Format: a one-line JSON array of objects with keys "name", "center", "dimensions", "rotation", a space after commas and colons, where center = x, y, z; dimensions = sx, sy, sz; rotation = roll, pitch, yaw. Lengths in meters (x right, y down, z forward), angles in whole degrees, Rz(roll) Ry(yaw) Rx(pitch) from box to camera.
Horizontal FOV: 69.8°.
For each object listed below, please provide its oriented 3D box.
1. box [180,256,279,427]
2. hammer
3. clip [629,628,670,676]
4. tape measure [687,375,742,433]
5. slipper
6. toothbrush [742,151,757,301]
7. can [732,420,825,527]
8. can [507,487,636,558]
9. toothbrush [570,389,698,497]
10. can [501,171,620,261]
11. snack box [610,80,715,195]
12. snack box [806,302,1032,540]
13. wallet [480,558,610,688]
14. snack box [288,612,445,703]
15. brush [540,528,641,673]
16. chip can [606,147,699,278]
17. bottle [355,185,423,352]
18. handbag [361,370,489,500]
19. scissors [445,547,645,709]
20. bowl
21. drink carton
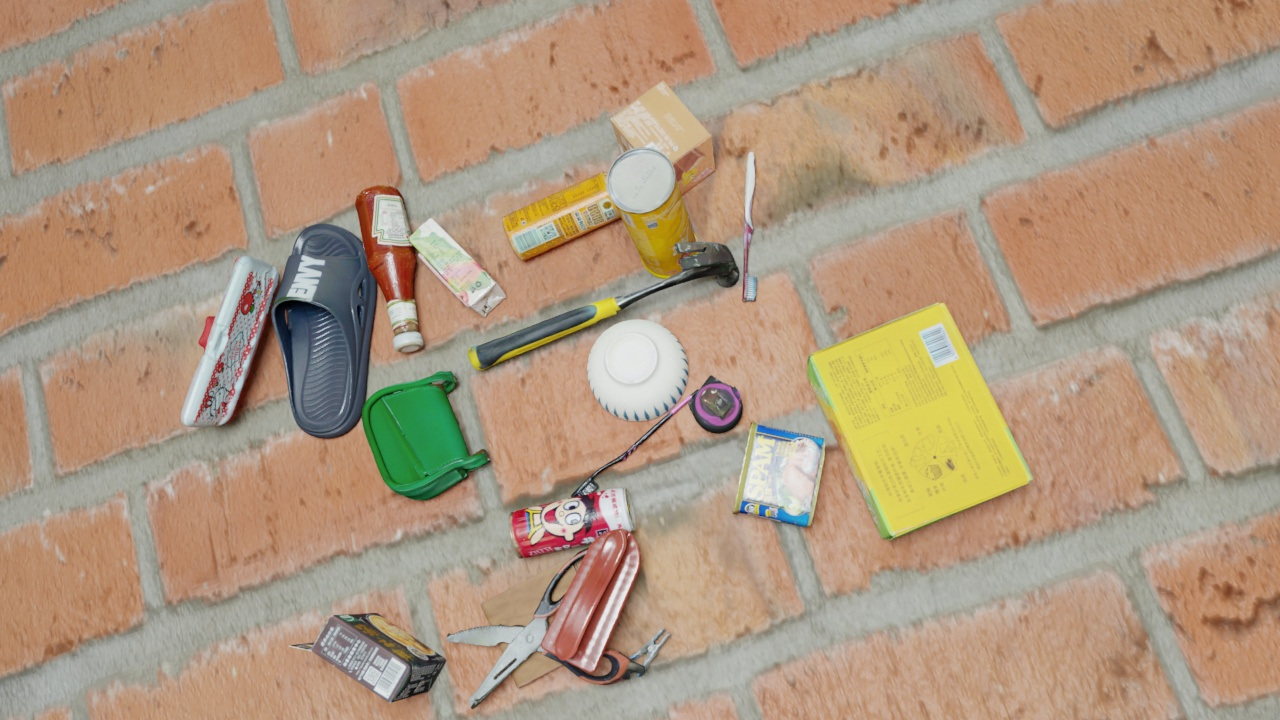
[{"name": "box", "center": [-0.478, -0.022, 1.071], "dimensions": [0.074, 0.155, 0.201], "rotation": [19, 88, -25]}, {"name": "hammer", "center": [-0.047, -0.059, 1.040], "dimensions": [0.324, 0.126, 0.032], "rotation": [-21, 75, 9]}, {"name": "clip", "center": [0.011, 0.310, 0.981], "dimensions": [0.043, 0.027, 0.058], "rotation": [38, 81, 22]}, {"name": "tape measure", "center": [0.085, 0.051, 1.023], "dimensions": [0.058, 0.039, 0.057], "rotation": [39, 84, 14]}, {"name": "slipper", "center": [-0.379, -0.044, 1.091], "dimensions": [0.111, 0.083, 0.268], "rotation": [-5, 77, 5]}, {"name": "toothbrush", "center": [0.130, -0.159, 1.079], "dimensions": [0.017, 0.016, 0.187], "rotation": [3, 77, 1]}, {"name": "can", "center": [0.150, 0.123, 0.989], "dimensions": [0.083, 0.057, 0.102], "rotation": [11, 79, 8]}, {"name": "can", "center": [-0.074, 0.178, 1.008], "dimensions": [0.133, 0.053, 0.053], "rotation": [-14, 75, 5]}, {"name": "toothbrush", "center": [-0.003, 0.097, 1.039], "dimensions": [0.189, 0.014, 0.018], "rotation": [-40, 85, -3]}, {"name": "can", "center": [-0.089, -0.172, 1.091], "dimensions": [0.146, 0.058, 0.058], "rotation": [-24, 75, 2]}, {"name": "snack box", "center": [0.028, -0.252, 1.075], "dimensions": [0.077, 0.094, 0.092], "rotation": [-37, 74, -2]}, {"name": "snack box", "center": [0.289, 0.065, 0.975], "dimensions": [0.158, 0.070, 0.210], "rotation": [-23, 75, 2]}, {"name": "wallet", "center": [-0.105, 0.286, 1.006], "dimensions": [0.115, 0.020, 0.101], "rotation": [-28, 75, -2]}, {"name": "snack box", "center": [-0.286, 0.311, 0.976], "dimensions": [0.126, 0.113, 0.053], "rotation": [29, 81, 13]}, {"name": "brush", "center": [-0.045, 0.241, 0.946], "dimensions": [0.063, 0.069, 0.145], "rotation": [22, 75, 15]}, {"name": "chip can", "center": [0.017, -0.153, 0.991], "dimensions": [0.072, 0.213, 0.072], "rotation": [-2, 77, 10]}, {"name": "bottle", "center": [-0.298, -0.110, 1.106], "dimensions": [0.060, 0.060, 0.206], "rotation": [-16, 75, 4]}, {"name": "handbag", "center": [-0.248, 0.088, 1.053], "dimensions": [0.120, 0.068, 0.131], "rotation": [-23, 73, -5]}, {"name": "scissors", "center": [-0.098, 0.288, 0.983], "dimensions": [0.226, 0.015, 0.188], "rotation": [8, 71, 11]}, {"name": "bowl", "center": [-0.006, 0.006, 1.033], "dimensions": [0.116, 0.066, 0.116], "rotation": [-2, 76, 7]}, {"name": "drink carton", "center": [-0.220, -0.109, 1.098], "dimensions": [0.045, 0.053, 0.122], "rotation": [-45, 74, -4]}]
